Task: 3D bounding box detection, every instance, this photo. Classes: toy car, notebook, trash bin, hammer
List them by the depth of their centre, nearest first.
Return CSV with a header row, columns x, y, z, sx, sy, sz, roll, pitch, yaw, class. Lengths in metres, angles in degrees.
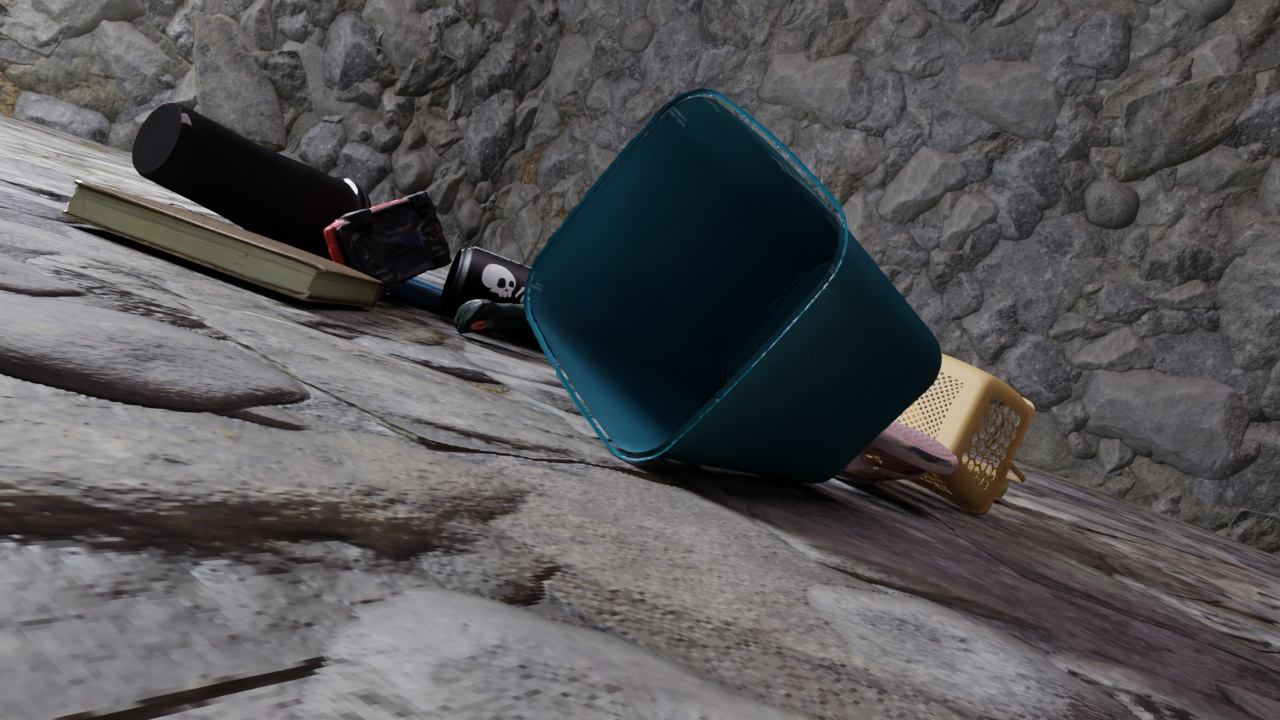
x,y,z,sx,sy,sz,roll,pitch,yaw,class
0.078,-0.027,0.634,0.218,0.199,0.196,25,24,-48,trash bin
-0.337,-0.094,0.784,0.215,0.034,0.190,19,3,3,notebook
-0.252,-0.118,0.929,0.056,0.081,0.189,-14,14,19,toy car
-0.028,-0.053,0.952,0.332,0.133,0.033,-4,59,-29,hammer

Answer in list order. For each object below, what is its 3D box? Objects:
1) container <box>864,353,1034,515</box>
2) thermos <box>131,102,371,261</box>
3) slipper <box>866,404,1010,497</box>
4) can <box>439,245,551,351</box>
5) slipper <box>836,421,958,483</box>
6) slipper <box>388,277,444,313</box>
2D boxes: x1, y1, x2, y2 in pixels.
x,y,z,sx,sy,sz,roll,pitch,yaw,class
0.287,0.062,0.927,0.183,0.129,0.167,23,-9,43,container
-0.372,-0.166,0.898,0.106,0.106,0.218,22,-4,34,thermos
0.324,0.092,1.110,0.263,0.078,0.099,20,2,-1,slipper
-0.136,-0.064,0.993,0.146,0.080,0.080,20,4,-20,can
0.190,0.078,0.815,0.106,0.055,0.222,18,-7,-22,slipper
-0.205,-0.079,1.058,0.213,0.059,0.104,15,8,-34,slipper
